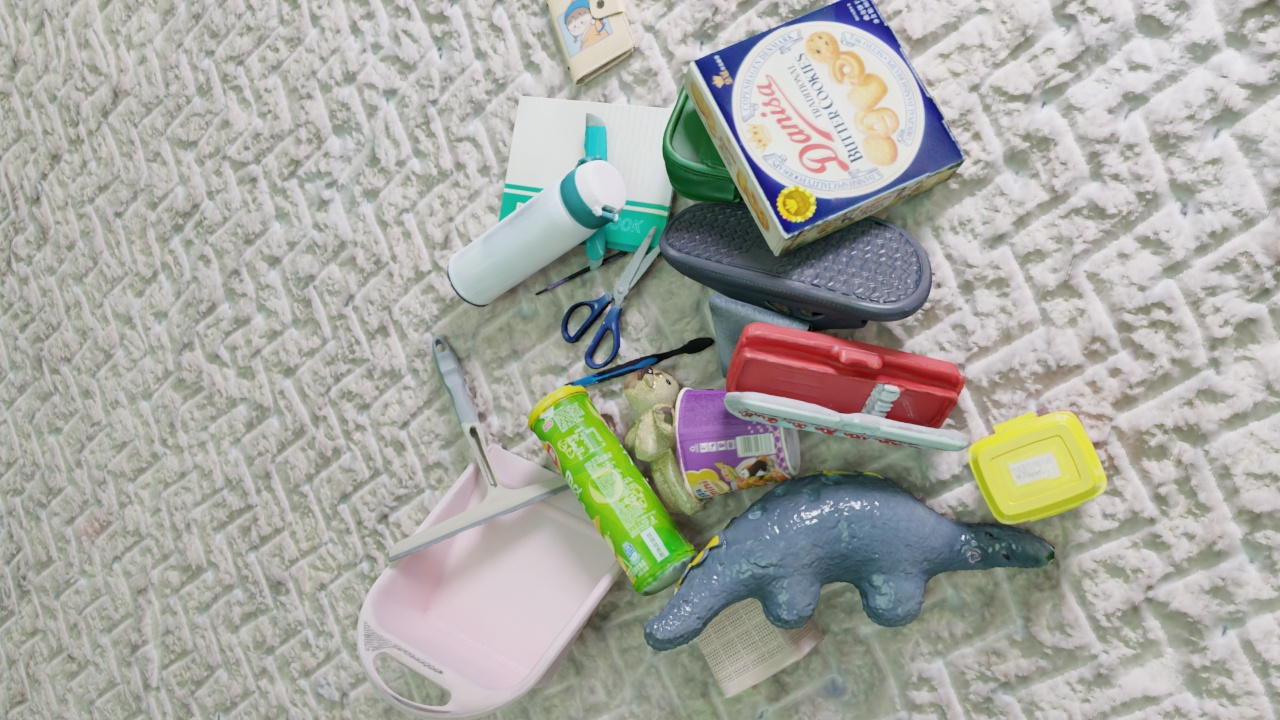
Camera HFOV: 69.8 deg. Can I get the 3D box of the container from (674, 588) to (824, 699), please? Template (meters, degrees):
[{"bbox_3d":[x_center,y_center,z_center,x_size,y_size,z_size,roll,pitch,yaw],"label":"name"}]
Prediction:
[{"bbox_3d":[0.100,0.244,0.874,0.090,0.090,0.111,-38,72,23],"label":"container"}]

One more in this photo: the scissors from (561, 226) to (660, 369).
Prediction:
[{"bbox_3d":[-0.018,-0.058,0.949,0.174,0.012,0.128,-21,87,35],"label":"scissors"}]

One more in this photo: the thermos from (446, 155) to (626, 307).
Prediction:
[{"bbox_3d":[-0.108,-0.133,0.950,0.225,0.073,0.073,-27,80,37],"label":"thermos"}]

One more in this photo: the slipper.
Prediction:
[{"bbox_3d":[0.141,-0.081,0.846,0.268,0.083,0.110,18,59,34],"label":"slipper"}]

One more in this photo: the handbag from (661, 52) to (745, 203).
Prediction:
[{"bbox_3d":[0.086,-0.211,0.860,0.120,0.068,0.131,21,77,9],"label":"handbag"}]

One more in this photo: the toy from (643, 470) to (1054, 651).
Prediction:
[{"bbox_3d":[0.172,0.165,0.804,0.356,0.091,0.137,-9,54,0],"label":"toy"}]

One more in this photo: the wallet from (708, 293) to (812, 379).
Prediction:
[{"bbox_3d":[0.114,-0.008,0.853,0.097,0.121,0.019,20,59,25],"label":"wallet"}]

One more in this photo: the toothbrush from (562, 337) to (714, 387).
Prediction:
[{"bbox_3d":[-0.006,0.006,0.961,0.190,0.016,0.014,-19,93,29],"label":"toothbrush"}]

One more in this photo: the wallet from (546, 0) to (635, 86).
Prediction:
[{"bbox_3d":[-0.052,-0.360,0.963,0.087,0.024,0.115,-22,81,31],"label":"wallet"}]

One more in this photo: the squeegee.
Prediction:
[{"bbox_3d":[-0.189,0.075,1.021,0.246,0.039,0.246,-21,60,-11],"label":"squeegee"}]

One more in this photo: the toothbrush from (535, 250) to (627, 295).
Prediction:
[{"bbox_3d":[-0.036,-0.104,0.970,0.189,0.014,0.017,-23,94,26],"label":"toothbrush"}]

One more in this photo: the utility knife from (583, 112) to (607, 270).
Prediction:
[{"bbox_3d":[-0.047,-0.174,0.948,0.029,0.013,0.161,4,96,31],"label":"utility knife"}]

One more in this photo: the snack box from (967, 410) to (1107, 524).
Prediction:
[{"bbox_3d":[0.327,0.083,0.757,0.091,0.080,0.082,-26,81,25],"label":"snack box"}]

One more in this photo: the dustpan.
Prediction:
[{"bbox_3d":[-0.147,0.219,0.919,0.223,0.139,0.273,18,77,23],"label":"dustpan"}]

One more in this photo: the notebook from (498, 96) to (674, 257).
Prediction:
[{"bbox_3d":[-0.055,-0.197,0.967,0.209,0.012,0.150,13,96,29],"label":"notebook"}]

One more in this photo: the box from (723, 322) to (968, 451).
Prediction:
[{"bbox_3d":[0.174,0.042,0.776,0.201,0.091,0.095,11,127,-7],"label":"box"}]

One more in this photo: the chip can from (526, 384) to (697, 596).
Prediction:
[{"bbox_3d":[-0.029,0.130,0.921,0.073,0.072,0.221,-44,69,21],"label":"chip can"}]

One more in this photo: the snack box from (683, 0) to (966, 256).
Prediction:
[{"bbox_3d":[0.159,-0.209,0.802,0.182,0.046,0.178,-25,80,-8],"label":"snack box"}]

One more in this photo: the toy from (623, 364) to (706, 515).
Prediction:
[{"bbox_3d":[0.025,0.082,0.925,0.105,0.066,0.157,-24,83,68],"label":"toy"}]

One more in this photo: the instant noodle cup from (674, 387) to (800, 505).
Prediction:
[{"bbox_3d":[0.095,0.074,0.865,0.099,0.111,0.111,-9,88,17],"label":"instant noodle cup"}]
